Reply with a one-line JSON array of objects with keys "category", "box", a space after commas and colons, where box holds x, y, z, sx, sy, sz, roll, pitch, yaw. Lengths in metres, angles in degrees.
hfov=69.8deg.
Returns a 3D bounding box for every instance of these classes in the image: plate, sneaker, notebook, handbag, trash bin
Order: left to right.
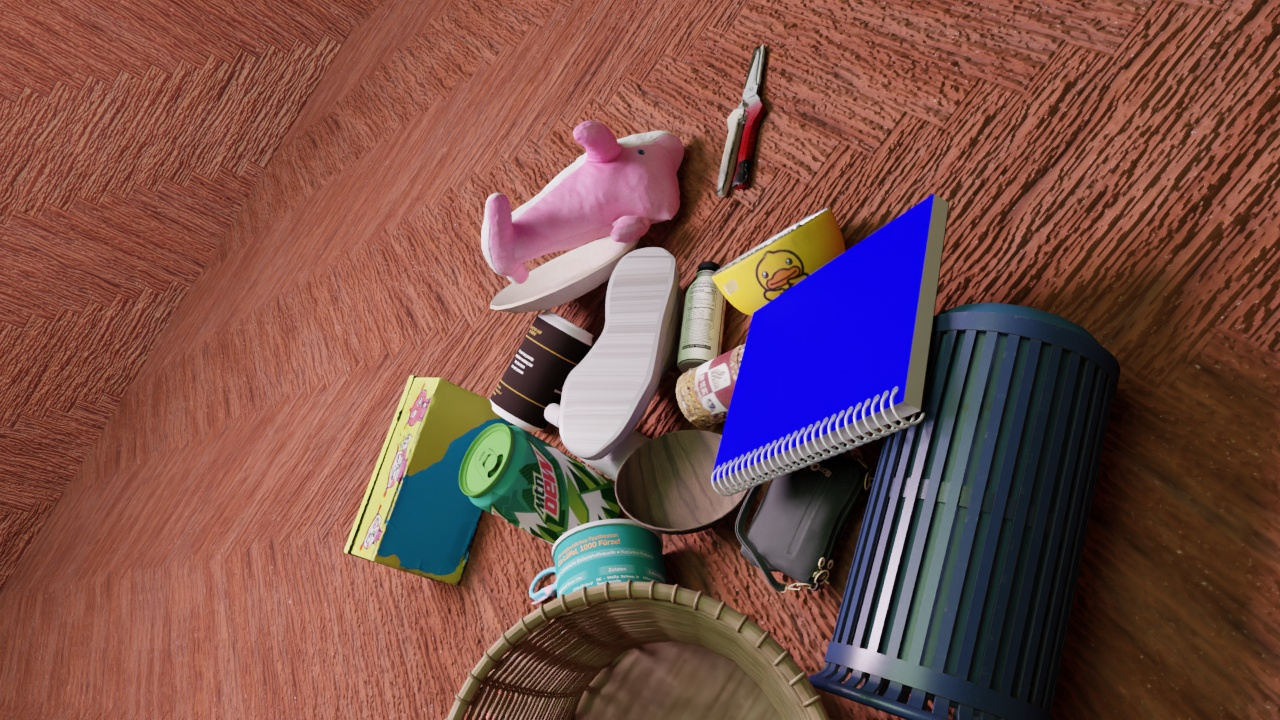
[{"category": "plate", "box": [-0.082, -0.093, 1.046, 0.189, 0.027, 0.188, -23, 17, 7]}, {"category": "sneaker", "box": [-0.005, 0.005, 0.904, 0.099, 0.089, 0.235, 4, 59, 29]}, {"category": "handbag", "box": [0.128, 0.117, 0.708, 0.079, 0.054, 0.128, 18, 79, 49]}, {"category": "notebook", "box": [0.128, -0.001, 0.652, 0.210, 0.022, 0.171, -35, 32, 55]}, {"category": "trash bin", "box": [0.204, 0.098, 0.563, 0.139, 0.139, 0.249, 0, 66, 49]}]

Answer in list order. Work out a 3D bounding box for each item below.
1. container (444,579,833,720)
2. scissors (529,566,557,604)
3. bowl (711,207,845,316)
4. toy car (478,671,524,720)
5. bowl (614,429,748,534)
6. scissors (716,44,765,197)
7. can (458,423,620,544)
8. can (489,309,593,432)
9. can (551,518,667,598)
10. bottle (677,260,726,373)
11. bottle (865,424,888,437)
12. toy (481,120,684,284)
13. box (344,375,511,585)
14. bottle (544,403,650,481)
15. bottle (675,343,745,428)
[{"category": "container", "box": [0.013, 0.260, 0.571, 0.227, 0.196, 0.226, -3, 72, 11]}, {"category": "scissors", "box": [-0.062, 0.232, 0.889, 0.139, 0.015, 0.117, -31, 45, 37]}, {"category": "bowl", "box": [0.129, -0.076, 0.802, 0.117, 0.067, 0.117, -31, 4, 2]}, {"category": "toy car", "box": [-0.125, 0.334, 0.863, 0.049, 0.051, 0.100, -58, 38, 1]}, {"category": "bowl", "box": [0.039, 0.113, 0.802, 0.119, 0.032, 0.119, -8, 38, 6]}, {"category": "scissors", "box": [0.118, -0.265, 0.994, 0.189, 0.015, 0.140, -58, 36, 5]}, {"category": "can", "box": [-0.095, 0.124, 0.880, 0.083, 0.144, 0.082, -31, 41, 31]}, {"category": "can", "box": [-0.112, 0.012, 1.037, 0.072, 0.072, 0.128, 31, 92, 53]}, {"category": "can", "box": [-0.020, 0.222, 0.773, 0.099, 0.099, 0.143, -36, 43, 29]}, {"category": "bottle", "box": [0.062, -0.043, 0.896, 0.041, 0.041, 0.115, -18, 55, 42]}, {"category": "bottle", "box": [0.175, 0.036, 0.711, 0.144, 0.043, 0.043, 7, 72, 51]}, {"category": "toy", "box": [-0.046, -0.165, 1.009, 0.265, 0.187, 0.128, -31, 63, -15]}, {"category": "box", "box": [-0.242, 0.140, 1.069, 0.080, 0.124, 0.220, 2, 70, 50]}, {"category": "bottle", "box": [-0.042, 0.080, 0.928, 0.195, 0.052, 0.052, 23, 86, 53]}, {"category": "bottle", "box": [0.088, 0.018, 0.814, 0.105, 0.056, 0.056, -27, 48, 37]}]
